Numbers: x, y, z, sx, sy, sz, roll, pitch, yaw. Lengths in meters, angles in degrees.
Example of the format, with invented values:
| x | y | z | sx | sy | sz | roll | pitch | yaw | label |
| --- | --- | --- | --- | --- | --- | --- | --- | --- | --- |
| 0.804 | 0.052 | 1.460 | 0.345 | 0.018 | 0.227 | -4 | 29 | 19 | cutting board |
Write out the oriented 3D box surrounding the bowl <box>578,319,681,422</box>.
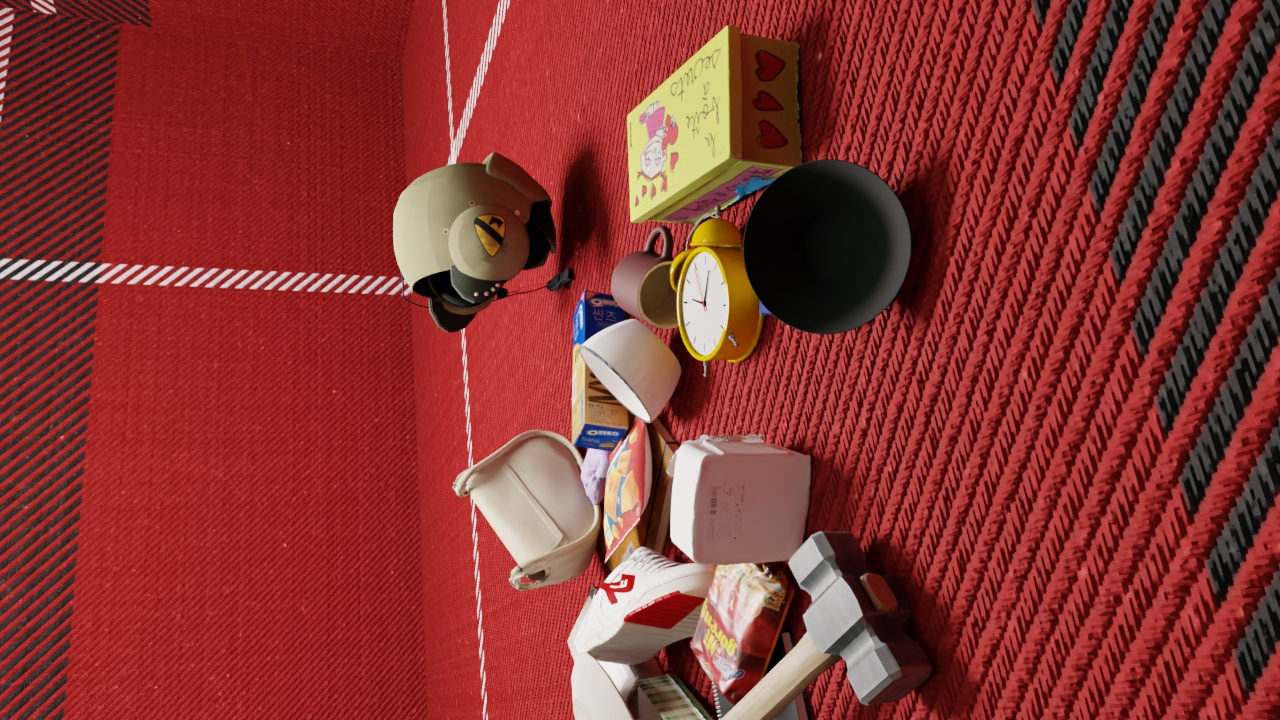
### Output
| x | y | z | sx | sy | sz | roll | pitch | yaw | label |
| --- | --- | --- | --- | --- | --- | --- | --- | --- | --- |
| -0.006 | 0.006 | 1.006 | 0.116 | 0.065 | 0.116 | 44 | 168 | 11 | bowl |

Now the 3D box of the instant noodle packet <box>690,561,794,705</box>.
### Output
| x | y | z | sx | sy | sz | roll | pitch | yaw | label |
| --- | --- | --- | --- | --- | --- | --- | --- | --- | --- |
| 0.090 | 0.229 | 0.822 | 0.098 | 0.039 | 0.135 | 40 | 115 | 63 | instant noodle packet |

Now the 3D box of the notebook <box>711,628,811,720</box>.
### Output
| x | y | z | sx | sy | sz | roll | pitch | yaw | label |
| --- | --- | --- | --- | --- | --- | --- | --- | --- | --- |
| 0.115 | 0.357 | 0.811 | 0.149 | 0.016 | 0.206 | 129 | 137 | -56 | notebook |

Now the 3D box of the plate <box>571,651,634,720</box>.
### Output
| x | y | z | sx | sy | sz | roll | pitch | yaw | label |
| --- | --- | --- | --- | --- | --- | --- | --- | --- | --- |
| -0.036 | 0.402 | 0.969 | 0.188 | 0.027 | 0.189 | 48 | 148 | 42 | plate |

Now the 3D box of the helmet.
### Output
| x | y | z | sx | sy | sz | roll | pitch | yaw | label |
| --- | --- | --- | --- | --- | --- | --- | --- | --- | --- |
| -0.224 | -0.175 | 1.324 | 0.251 | 0.255 | 0.232 | 152 | 113 | -64 | helmet |

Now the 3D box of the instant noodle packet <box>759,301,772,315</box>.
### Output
| x | y | z | sx | sy | sz | roll | pitch | yaw | label |
| --- | --- | --- | --- | --- | --- | --- | --- | --- | --- |
| 0.133 | -0.075 | 0.765 | 0.134 | 0.026 | 0.087 | -159 | 68 | -67 | instant noodle packet |

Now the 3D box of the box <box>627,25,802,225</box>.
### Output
| x | y | z | sx | sy | sz | roll | pitch | yaw | label |
| --- | --- | --- | --- | --- | --- | --- | --- | --- | --- |
| 0.063 | -0.212 | 0.872 | 0.221 | 0.082 | 0.124 | 169 | 101 | -69 | box |

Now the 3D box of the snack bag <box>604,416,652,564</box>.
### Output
| x | y | z | sx | sy | sz | roll | pitch | yaw | label |
| --- | --- | --- | --- | --- | --- | --- | --- | --- | --- |
| -0.016 | 0.145 | 1.064 | 0.131 | 0.039 | 0.143 | 121 | 156 | -52 | snack bag |

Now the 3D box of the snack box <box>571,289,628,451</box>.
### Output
| x | y | z | sx | sy | sz | roll | pitch | yaw | label |
| --- | --- | --- | --- | --- | --- | --- | --- | --- | --- |
| -0.051 | 0.008 | 1.138 | 0.057 | 0.056 | 0.206 | 118 | 155 | -50 | snack box |

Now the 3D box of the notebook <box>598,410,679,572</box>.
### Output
| x | y | z | sx | sy | sz | roll | pitch | yaw | label |
| --- | --- | --- | --- | --- | --- | --- | --- | --- | --- |
| -0.003 | 0.184 | 1.109 | 0.178 | 0.014 | 0.250 | -128 | 43 | -57 | notebook |

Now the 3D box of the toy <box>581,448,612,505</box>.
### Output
| x | y | z | sx | sy | sz | roll | pitch | yaw | label |
| --- | --- | --- | --- | --- | --- | --- | --- | --- | --- |
| -0.056 | 0.142 | 1.210 | 0.080 | 0.036 | 0.100 | -107 | 27 | -57 | toy |

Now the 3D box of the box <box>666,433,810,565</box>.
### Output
| x | y | z | sx | sy | sz | roll | pitch | yaw | label |
| --- | --- | --- | --- | --- | --- | --- | --- | --- | --- |
| 0.070 | 0.111 | 0.808 | 0.130 | 0.110 | 0.103 | -164 | 76 | -66 | box |

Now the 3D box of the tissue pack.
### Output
| x | y | z | sx | sy | sz | roll | pitch | yaw | label |
| --- | --- | --- | --- | --- | --- | --- | --- | --- | --- |
| -0.028 | 0.370 | 1.117 | 0.181 | 0.071 | 0.104 | 43 | 113 | 58 | tissue pack |

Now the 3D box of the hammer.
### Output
| x | y | z | sx | sy | sz | roll | pitch | yaw | label |
| --- | --- | --- | --- | --- | --- | --- | --- | --- | --- |
| 0.094 | 0.274 | 0.726 | 0.324 | 0.051 | 0.117 | -57 | 41 | 33 | hammer |

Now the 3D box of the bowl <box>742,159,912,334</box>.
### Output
| x | y | z | sx | sy | sz | roll | pitch | yaw | label |
| --- | --- | --- | --- | --- | --- | --- | --- | --- | --- |
| 0.143 | -0.083 | 0.676 | 0.124 | 0.052 | 0.124 | 5 | 99 | 29 | bowl |

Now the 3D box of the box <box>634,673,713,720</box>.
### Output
| x | y | z | sx | sy | sz | roll | pitch | yaw | label |
| --- | --- | --- | --- | --- | --- | --- | --- | --- | --- |
| 0.045 | 0.402 | 0.913 | 0.206 | 0.050 | 0.117 | -178 | 84 | -75 | box |

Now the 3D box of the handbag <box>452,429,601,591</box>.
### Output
| x | y | z | sx | sy | sz | roll | pitch | yaw | label |
| --- | --- | --- | --- | --- | --- | --- | --- | --- | --- |
| -0.147 | 0.221 | 1.272 | 0.229 | 0.183 | 0.132 | 44 | 134 | 40 | handbag |

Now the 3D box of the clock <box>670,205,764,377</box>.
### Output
| x | y | z | sx | sy | sz | roll | pitch | yaw | label |
| --- | --- | --- | --- | --- | --- | --- | --- | --- | --- |
| 0.071 | -0.068 | 0.888 | 0.114 | 0.052 | 0.151 | 129 | 133 | -57 | clock |

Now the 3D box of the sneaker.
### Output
| x | y | z | sx | sy | sz | roll | pitch | yaw | label |
| --- | --- | --- | --- | --- | --- | --- | --- | --- | --- |
| 0.013 | 0.242 | 0.975 | 0.237 | 0.090 | 0.104 | 130 | 149 | -49 | sneaker |

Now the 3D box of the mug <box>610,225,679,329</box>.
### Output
| x | y | z | sx | sy | sz | roll | pitch | yaw | label |
| --- | --- | --- | --- | --- | --- | --- | --- | --- | --- |
| 0.016 | -0.093 | 0.991 | 0.082 | 0.073 | 0.106 | -146 | 57 | -64 | mug |
